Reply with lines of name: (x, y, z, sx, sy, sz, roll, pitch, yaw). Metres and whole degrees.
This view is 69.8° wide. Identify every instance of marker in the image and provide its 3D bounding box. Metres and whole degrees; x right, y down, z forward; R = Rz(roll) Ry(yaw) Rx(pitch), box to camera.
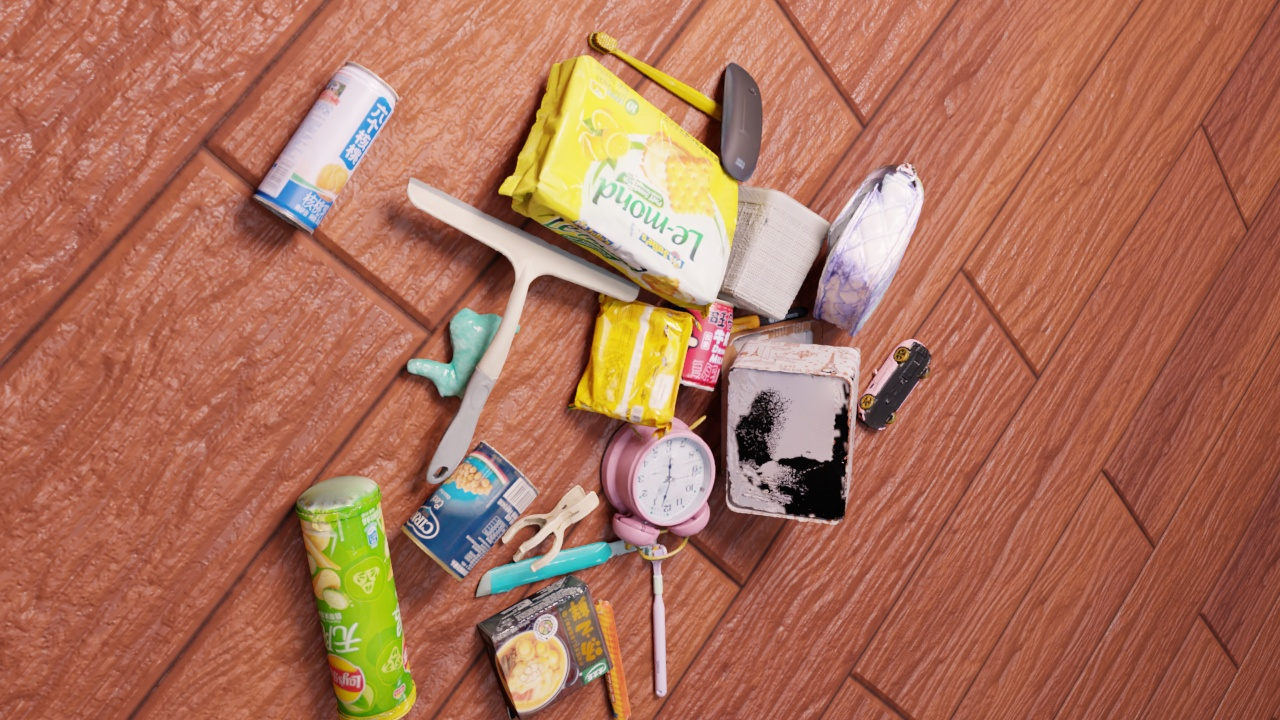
marker: (0.140, -0.045, 1.031, 0.123, 0.015, 0.018, -12, 108, -30)

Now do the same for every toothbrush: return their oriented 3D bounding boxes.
toothbrush: (0.020, 0.295, 1.030, 0.021, 0.029, 0.189, -36, 126, -63)
toothbrush: (0.029, -0.277, 0.910, 0.190, 0.017, 0.015, 20, 90, -33)

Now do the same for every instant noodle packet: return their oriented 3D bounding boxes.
instant noodle packet: (-0.005, 0.005, 0.910, 0.044, 0.111, 0.128, 10, 95, -76)

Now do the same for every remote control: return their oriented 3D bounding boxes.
remote control: (0.104, -0.244, 0.927, 0.053, 0.024, 0.136, 23, 62, -38)

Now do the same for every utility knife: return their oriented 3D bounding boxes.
utility knife: (-0.073, 0.209, 0.956, 0.207, 0.013, 0.029, -8, 103, -27)

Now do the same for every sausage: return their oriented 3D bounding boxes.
sausage: (-0.031, 0.332, 1.005, 0.021, 0.021, 0.165, -18, 109, -27)

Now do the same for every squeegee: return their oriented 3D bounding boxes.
squeegee: (-0.137, 0.001, 0.821, 0.246, 0.039, 0.246, 23, 90, -32)

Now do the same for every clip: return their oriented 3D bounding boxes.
clip: (-0.082, 0.169, 0.911, 0.104, 0.083, 0.035, -29, 114, -11)

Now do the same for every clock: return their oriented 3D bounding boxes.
clock: (0.022, 0.136, 0.972, 0.117, 0.060, 0.158, -6, 106, -30)

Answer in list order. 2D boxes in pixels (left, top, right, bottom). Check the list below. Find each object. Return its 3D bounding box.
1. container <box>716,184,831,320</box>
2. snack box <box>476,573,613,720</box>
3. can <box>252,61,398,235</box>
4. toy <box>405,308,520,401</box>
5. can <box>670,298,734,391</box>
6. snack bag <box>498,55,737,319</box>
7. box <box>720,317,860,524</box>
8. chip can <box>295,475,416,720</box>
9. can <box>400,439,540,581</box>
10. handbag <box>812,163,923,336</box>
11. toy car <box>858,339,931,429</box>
container: (0.125, -0.112, 0.965, 0.090, 0.090, 0.114, 24, 90, -33)
snack box: (-0.095, 0.302, 0.947, 0.113, 0.053, 0.126, -24, 107, -25)
can: (-0.252, -0.171, 0.739, 0.053, 0.053, 0.134, 35, 82, -32)
toy: (-0.164, -0.003, 0.845, 0.096, 0.030, 0.092, 14, 91, -29)
can: (0.057, -0.021, 0.954, 0.066, 0.066, 0.094, 14, 93, -33)
snack bag: (-0.009, -0.158, 0.862, 0.246, 0.068, 0.157, 30, 63, -32)
box: (0.164, 0.057, 1.015, 0.177, 0.153, 0.183, -50, 143, -60)
chip can: (-0.251, 0.212, 0.814, 0.072, 0.073, 0.221, -14, 108, -29)
can: (-0.156, 0.138, 0.854, 0.111, 0.075, 0.075, -48, 120, -15)
handbag: (0.239, -0.113, 0.981, 0.075, 0.194, 0.134, 30, 80, 12)
toy car: (0.313, 0.029, 1.143, 0.056, 0.037, 0.122, 31, 96, -30)
